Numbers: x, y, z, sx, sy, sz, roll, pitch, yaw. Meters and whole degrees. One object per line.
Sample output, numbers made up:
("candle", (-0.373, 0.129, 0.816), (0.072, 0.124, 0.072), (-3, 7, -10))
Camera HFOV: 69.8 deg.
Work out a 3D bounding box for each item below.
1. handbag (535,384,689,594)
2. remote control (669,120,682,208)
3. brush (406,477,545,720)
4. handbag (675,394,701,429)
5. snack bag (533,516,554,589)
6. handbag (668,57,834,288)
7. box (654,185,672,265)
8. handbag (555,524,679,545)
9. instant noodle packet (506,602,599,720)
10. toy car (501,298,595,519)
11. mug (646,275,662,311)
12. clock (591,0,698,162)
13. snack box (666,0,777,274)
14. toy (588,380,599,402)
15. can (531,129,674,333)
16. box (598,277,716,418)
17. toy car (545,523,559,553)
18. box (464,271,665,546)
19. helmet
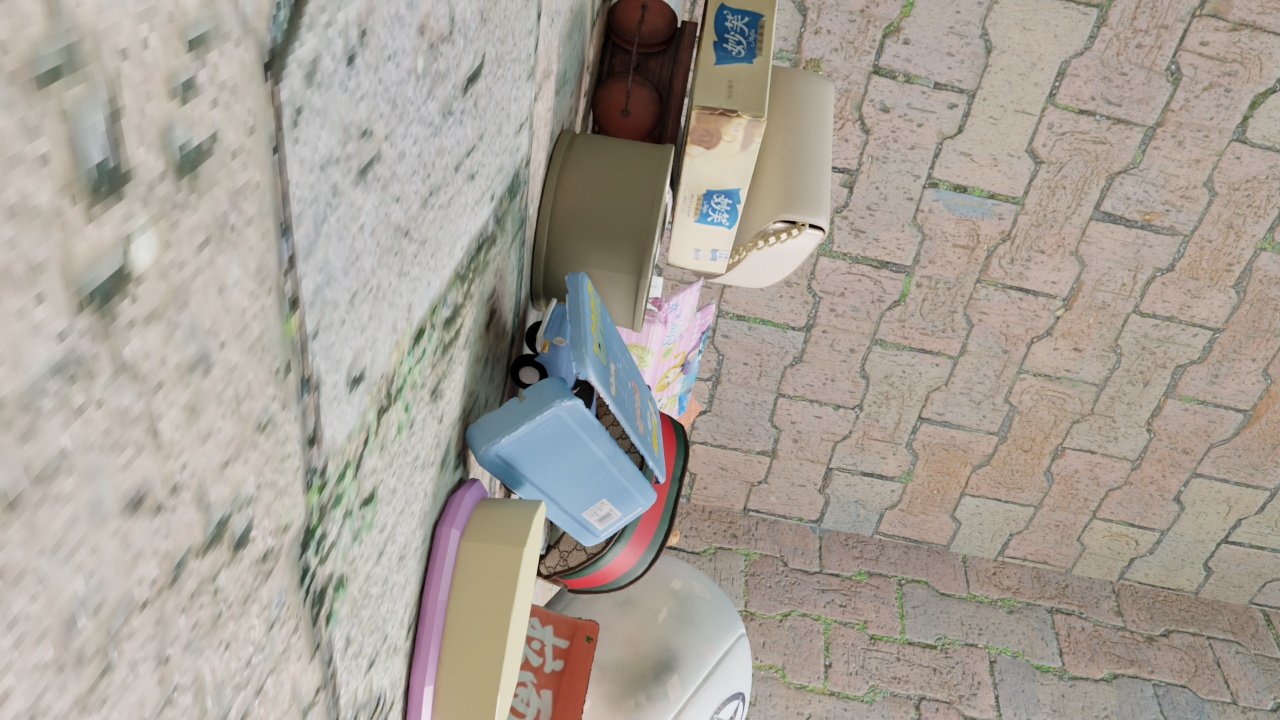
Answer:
("handbag", (-0.037, 0.092, 0.698), (0.063, 0.139, 0.166), (41, 53, -41))
("remote control", (0.038, -0.169, 0.890), (0.074, 0.019, 0.150), (78, 6, -63))
("brush", (-0.090, 0.176, 0.466), (0.089, 0.043, 0.229), (-73, 172, -83))
("handbag", (-0.011, 0.088, 1.038), (0.171, 0.060, 0.109), (-52, 138, -13))
("snack bag", (-0.097, 0.173, 0.876), (0.196, 0.016, 0.070), (-77, 176, -68))
("handbag", (0.116, -0.180, 0.913), (0.209, 0.103, 0.210), (167, -72, -65))
("box", (-0.012, -0.137, 0.779), (0.136, 0.083, 0.144), (-77, -175, -47))
("handbag", (-0.022, 0.132, 0.860), (0.112, 0.123, 0.172), (-49, 154, -27))
("instant noodle packet", (-0.114, 0.321, 0.740), (0.164, 0.084, 0.221), (-80, -169, -50))
("toy car", (-0.056, 0.035, 0.599), (0.056, 0.055, 0.154), (-78, 178, -59))
("mug", (-0.023, -0.043, 0.984), (0.082, 0.082, 0.106), (-67, 167, -86))
("clock", (0.004, -0.233, 0.767), (0.157, 0.072, 0.120), (95, 5, -89))
("snack box", (0.063, -0.188, 0.733), (0.208, 0.055, 0.153), (98, 1, -65))
("toy", (-0.050, 0.004, 0.707), (0.102, 0.050, 0.093), (-80, -171, -46))
("can", (-0.024, -0.088, 0.620), (0.128, 0.073, 0.128), (23, 77, -89))
("box", (0.000, 0.016, 0.863), (0.231, 0.158, 0.066), (102, -28, -50))
("toy car", (-0.084, 0.197, 1.022), (0.105, 0.048, 0.033), (-78, 175, -50))
("box", (-0.023, 0.042, 0.535), (0.120, 0.049, 0.209), (-60, 157, -14))
("helmet", (-0.016, 0.304, 0.890), (0.263, 0.236, 0.164), (-40, 150, -23))
